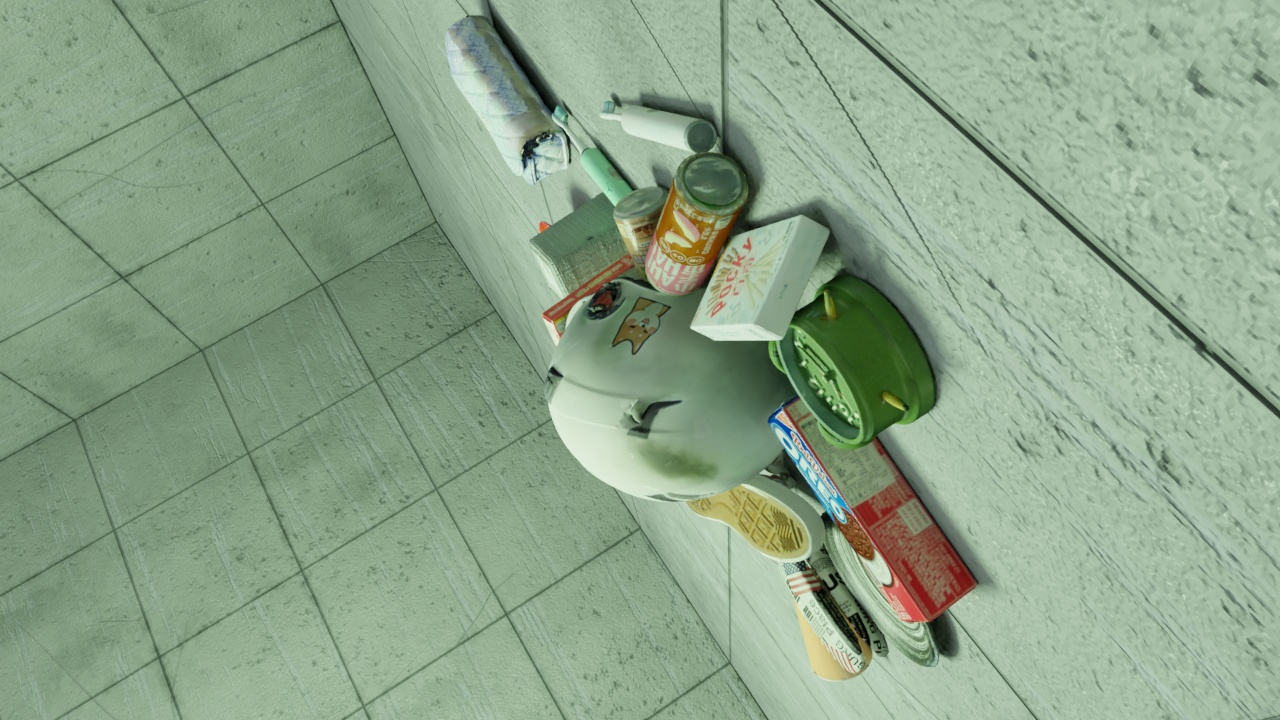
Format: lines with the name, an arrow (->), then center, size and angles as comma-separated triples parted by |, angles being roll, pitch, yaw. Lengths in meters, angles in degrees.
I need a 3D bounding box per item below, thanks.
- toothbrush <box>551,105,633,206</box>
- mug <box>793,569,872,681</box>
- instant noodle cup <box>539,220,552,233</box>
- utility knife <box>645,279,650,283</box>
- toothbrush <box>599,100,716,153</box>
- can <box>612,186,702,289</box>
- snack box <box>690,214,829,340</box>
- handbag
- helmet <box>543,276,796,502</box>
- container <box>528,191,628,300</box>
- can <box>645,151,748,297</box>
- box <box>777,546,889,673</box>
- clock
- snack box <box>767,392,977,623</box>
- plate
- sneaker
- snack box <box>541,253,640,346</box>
toothbrush -> -0.040, -0.205, 1.008 | 0.224, 0.026, 0.027 | 53, 129, 27
mug -> 0.228, 0.317, 1.117 | 0.123, 0.078, 0.078 | 68, 167, -20
instant noodle cup -> -0.064, -0.118, 1.256 | 0.193, 0.065, 0.194 | 57, 169, 16
utility knife -> 0.022, -0.082, 0.877 | 0.031, 0.022, 0.221 | 38, 138, 0
toothbrush -> 0.005, -0.206, 0.797 | 0.221, 0.026, 0.026 | 40, 117, 60
can -> 0.019, -0.110, 0.914 | 0.058, 0.058, 0.116 | 44, 162, 55
snack box -> 0.085, -0.058, 0.693 | 0.027, 0.084, 0.157 | 25, 176, -13
handbag -> -0.166, -0.317, 1.143 | 0.194, 0.075, 0.134 | 56, 169, 13
helmet -> 0.012, 0.048, 0.888 | 0.275, 0.156, 0.230 | 2, 129, 32
container -> -0.059, -0.125, 1.074 | 0.090, 0.114, 0.090 | 46, 164, 52
can -> 0.043, -0.108, 0.754 | 0.058, 0.057, 0.147 | 56, 160, 14
box -> 0.203, 0.275, 1.033 | 0.163, 0.083, 0.075 | 59, -168, 29
clock -> 0.146, 0.007, 0.665 | 0.116, 0.056, 0.161 | 58, 170, 9
snack box -> 0.189, 0.114, 0.764 | 0.207, 0.058, 0.057 | 57, 167, 10
plate -> 0.242, 0.224, 0.919 | 0.179, 0.024, 0.180 | 58, 170, 16
sneaker -> 0.137, 0.153, 1.032 | 0.241, 0.087, 0.118 | 11, 119, 62
snack box -> -0.033, -0.061, 1.029 | 0.025, 0.152, 0.075 | 33, 154, 47
